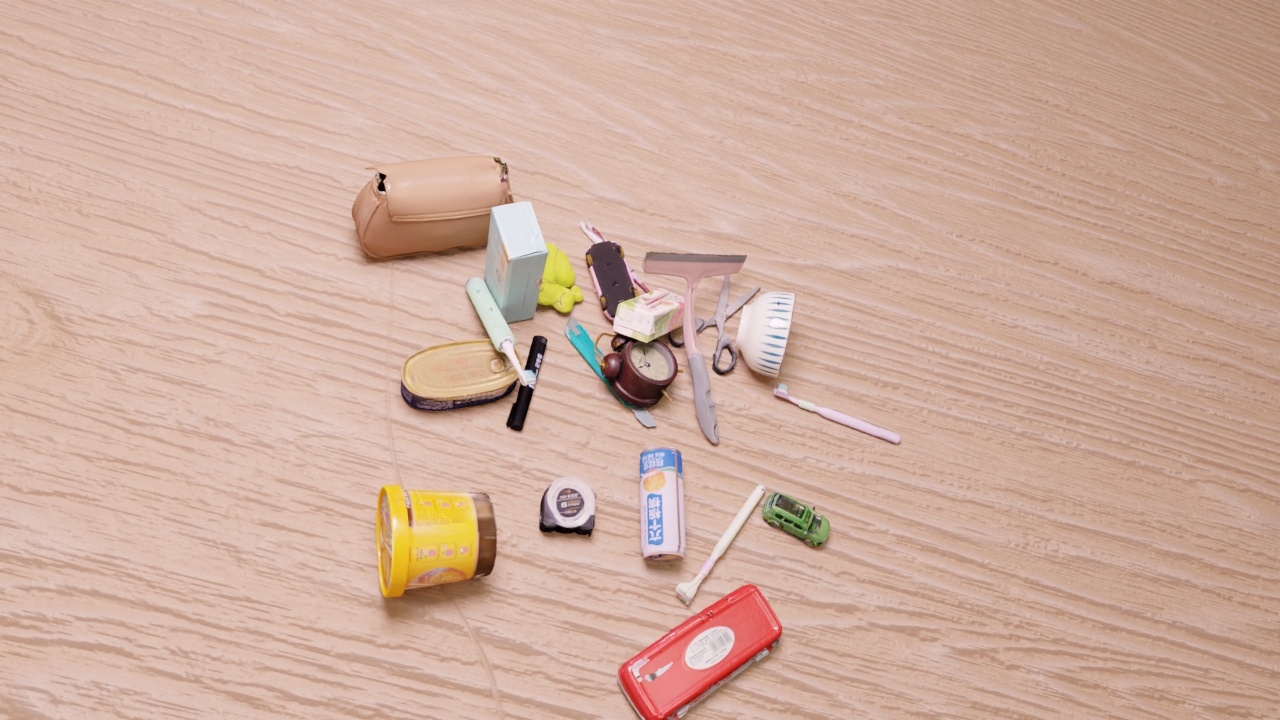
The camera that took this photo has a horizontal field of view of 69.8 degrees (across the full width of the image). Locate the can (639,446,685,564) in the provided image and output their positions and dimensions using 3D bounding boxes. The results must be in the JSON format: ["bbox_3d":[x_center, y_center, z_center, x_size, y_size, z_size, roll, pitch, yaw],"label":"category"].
[{"bbox_3d":[0.026,0.176,1.115,0.053,0.053,0.134,6,62,-13],"label":"can"}]

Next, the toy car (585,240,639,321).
[{"bbox_3d":[-0.037,-0.107,1.250,0.056,0.037,0.122,-14,66,-9],"label":"toy car"}]

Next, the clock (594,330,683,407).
[{"bbox_3d":[-0.007,0.007,1.179,0.122,0.055,0.081,32,46,-8],"label":"clock"}]

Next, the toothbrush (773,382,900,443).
[{"bbox_3d":[0.271,0.074,1.258,0.189,0.029,0.021,22,100,-6],"label":"toothbrush"}]

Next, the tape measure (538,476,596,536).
[{"bbox_3d":[-0.086,0.174,1.096,0.065,0.034,0.066,10,64,-13],"label":"tape measure"}]

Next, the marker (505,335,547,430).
[{"bbox_3d":[-0.143,0.027,1.164,0.022,0.020,0.131,2,60,18],"label":"marker"}]

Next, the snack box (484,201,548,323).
[{"bbox_3d":[-0.157,-0.118,1.143,0.051,0.175,0.074,-13,69,-19],"label":"snack box"}]

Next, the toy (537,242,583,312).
[{"bbox_3d":[-0.118,-0.113,1.232,0.096,0.031,0.100,20,56,-21],"label":"toy"}]

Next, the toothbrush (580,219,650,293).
[{"bbox_3d":[-0.020,-0.132,1.280,0.016,0.017,0.187,-37,79,-31],"label":"toothbrush"}]

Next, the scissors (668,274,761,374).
[{"bbox_3d":[0.110,-0.056,1.280,0.177,0.014,0.159,-12,68,-21],"label":"scissors"}]

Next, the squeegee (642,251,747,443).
[{"bbox_3d":[0.076,-0.015,1.198,0.247,0.040,0.249,-7,92,-55],"label":"squeegee"}]

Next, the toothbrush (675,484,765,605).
[{"bbox_3d":[0.103,0.222,1.134,0.189,0.020,0.029,-48,114,-31],"label":"toothbrush"}]

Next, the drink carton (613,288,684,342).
[{"bbox_3d":[0.017,-0.061,1.198,0.053,0.045,0.122,21,21,21],"label":"drink carton"}]

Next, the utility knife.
[{"bbox_3d":[-0.041,0.016,1.201,0.029,0.013,0.186,-34,77,-29],"label":"utility knife"}]

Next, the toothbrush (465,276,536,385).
[{"bbox_3d":[-0.174,-0.037,1.126,0.027,0.026,0.224,-11,40,-22],"label":"toothbrush"}]

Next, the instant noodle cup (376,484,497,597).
[{"bbox_3d":[-0.224,0.193,1.004,0.114,0.119,0.118,0,64,-24],"label":"instant noodle cup"}]

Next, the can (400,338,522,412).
[{"bbox_3d":[-0.220,0.019,1.128,0.148,0.049,0.074,-10,67,-20],"label":"can"}]

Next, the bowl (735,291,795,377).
[{"bbox_3d":[0.165,-0.039,1.233,0.066,0.117,0.116,11,60,6],"label":"bowl"}]

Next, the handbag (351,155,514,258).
[{"bbox_3d":[-0.262,-0.203,1.172,0.204,0.148,0.099,-11,69,-25],"label":"handbag"}]

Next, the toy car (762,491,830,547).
[{"bbox_3d":[0.200,0.200,1.164,0.091,0.036,0.043,29,58,-4],"label":"toy car"}]

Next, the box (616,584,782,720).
[{"bbox_3d":[0.071,0.340,1.057,0.200,0.047,0.086,-26,74,-26],"label":"box"}]
